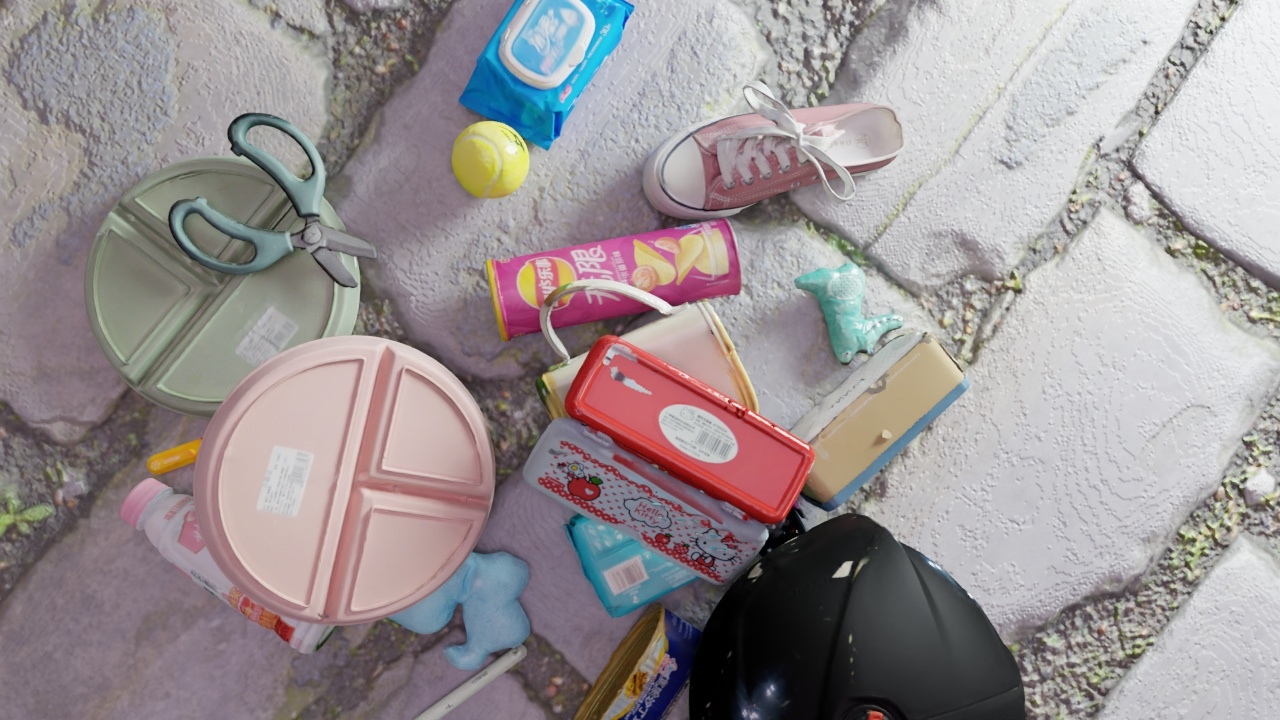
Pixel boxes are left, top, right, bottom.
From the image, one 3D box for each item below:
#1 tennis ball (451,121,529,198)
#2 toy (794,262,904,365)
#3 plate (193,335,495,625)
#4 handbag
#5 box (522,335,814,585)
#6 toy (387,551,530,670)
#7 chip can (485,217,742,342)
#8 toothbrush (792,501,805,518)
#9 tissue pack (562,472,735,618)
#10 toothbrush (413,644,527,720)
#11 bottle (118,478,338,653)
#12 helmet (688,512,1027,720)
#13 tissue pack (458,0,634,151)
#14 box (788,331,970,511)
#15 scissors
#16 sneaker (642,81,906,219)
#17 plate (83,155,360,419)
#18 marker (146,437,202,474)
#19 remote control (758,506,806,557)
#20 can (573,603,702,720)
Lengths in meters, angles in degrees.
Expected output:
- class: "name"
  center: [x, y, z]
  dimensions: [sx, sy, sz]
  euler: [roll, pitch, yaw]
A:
- class: "tennis ball"
  center: [-0.128, -0.171, 0.785]
  dimensions: [0.065, 0.065, 0.065]
  euler: [0, 89, -5]
- class: "toy"
  center: [0.191, -0.044, 0.831]
  dimensions: [0.096, 0.030, 0.092]
  euler: [-14, 95, -13]
- class: "plate"
  center: [-0.222, 0.095, 0.715]
  dimensions: [0.229, 0.028, 0.229]
  euler: [-1, 93, -24]
- class: "handbag"
  center: [-0.005, 0.004, 0.771]
  dimensions: [0.163, 0.063, 0.179]
  euler: [-24, 108, 2]
- class: "box"
  center: [0.021, 0.086, 0.735]
  dimensions: [0.201, 0.063, 0.160]
  euler: [29, 103, -4]
- class: "toy"
  center: [-0.172, 0.187, 0.783]
  dimensions: [0.156, 0.050, 0.161]
  euler: [-1, 92, -15]
- class: "chip can"
  center: [-0.022, -0.070, 0.789]
  dimensions: [0.210, 0.071, 0.071]
  euler: [-11, 90, -5]
- class: "toothbrush"
  center: [0.097, 0.064, 0.827]
  dimensions: [0.017, 0.014, 0.189]
  euler: [-36, 93, -14]
- class: "tissue pack"
  center: [0.010, 0.154, 0.799]
  dimensions: [0.133, 0.050, 0.093]
  euler: [-25, 90, -6]
- class: "toothbrush"
  center: [-0.179, 0.304, 0.796]
  dimensions: [0.189, 0.029, 0.020]
  euler: [-33, 134, -6]
- class: "bottle"
  center: [-0.336, 0.165, 0.763]
  dimensions: [0.197, 0.068, 0.068]
  euler: [32, 86, 1]
- class: "helmet"
  center: [0.150, 0.258, 0.719]
  dimensions: [0.274, 0.234, 0.230]
  euler: [-26, 79, -21]
- class: "tissue pack"
  center: [-0.081, -0.268, 0.797]
  dimensions: [0.095, 0.052, 0.157]
  euler: [32, 86, -4]
- class: "box"
  center: [0.192, 0.055, 0.799]
  dimensions: [0.184, 0.090, 0.063]
  euler: [-43, 94, -2]
- class: "scissors"
  center: [-0.295, -0.135, 0.766]
  dimensions: [0.176, 0.019, 0.172]
  euler: [13, 87, -4]
- class: "sneaker"
  center: [0.122, -0.183, 0.796]
  dimensions: [0.241, 0.088, 0.118]
  euler: [-12, 90, -6]
- class: "plate"
  center: [-0.358, -0.063, 0.782]
  dimensions: [0.230, 0.027, 0.230]
  euler: [0, 90, -5]
- class: "marker"
  center: [-0.360, 0.070, 0.785]
  dimensions: [0.123, 0.015, 0.018]
  euler: [-20, 95, -7]
- class: "remote control"
  center: [0.098, 0.121, 0.821]
  dimensions: [0.053, 0.024, 0.136]
  euler: [-35, 93, -6]
- class: "can"
  center: [-0.005, 0.283, 0.785]
  dimensions: [0.049, 0.074, 0.148]
  euler: [35, 87, -7]
